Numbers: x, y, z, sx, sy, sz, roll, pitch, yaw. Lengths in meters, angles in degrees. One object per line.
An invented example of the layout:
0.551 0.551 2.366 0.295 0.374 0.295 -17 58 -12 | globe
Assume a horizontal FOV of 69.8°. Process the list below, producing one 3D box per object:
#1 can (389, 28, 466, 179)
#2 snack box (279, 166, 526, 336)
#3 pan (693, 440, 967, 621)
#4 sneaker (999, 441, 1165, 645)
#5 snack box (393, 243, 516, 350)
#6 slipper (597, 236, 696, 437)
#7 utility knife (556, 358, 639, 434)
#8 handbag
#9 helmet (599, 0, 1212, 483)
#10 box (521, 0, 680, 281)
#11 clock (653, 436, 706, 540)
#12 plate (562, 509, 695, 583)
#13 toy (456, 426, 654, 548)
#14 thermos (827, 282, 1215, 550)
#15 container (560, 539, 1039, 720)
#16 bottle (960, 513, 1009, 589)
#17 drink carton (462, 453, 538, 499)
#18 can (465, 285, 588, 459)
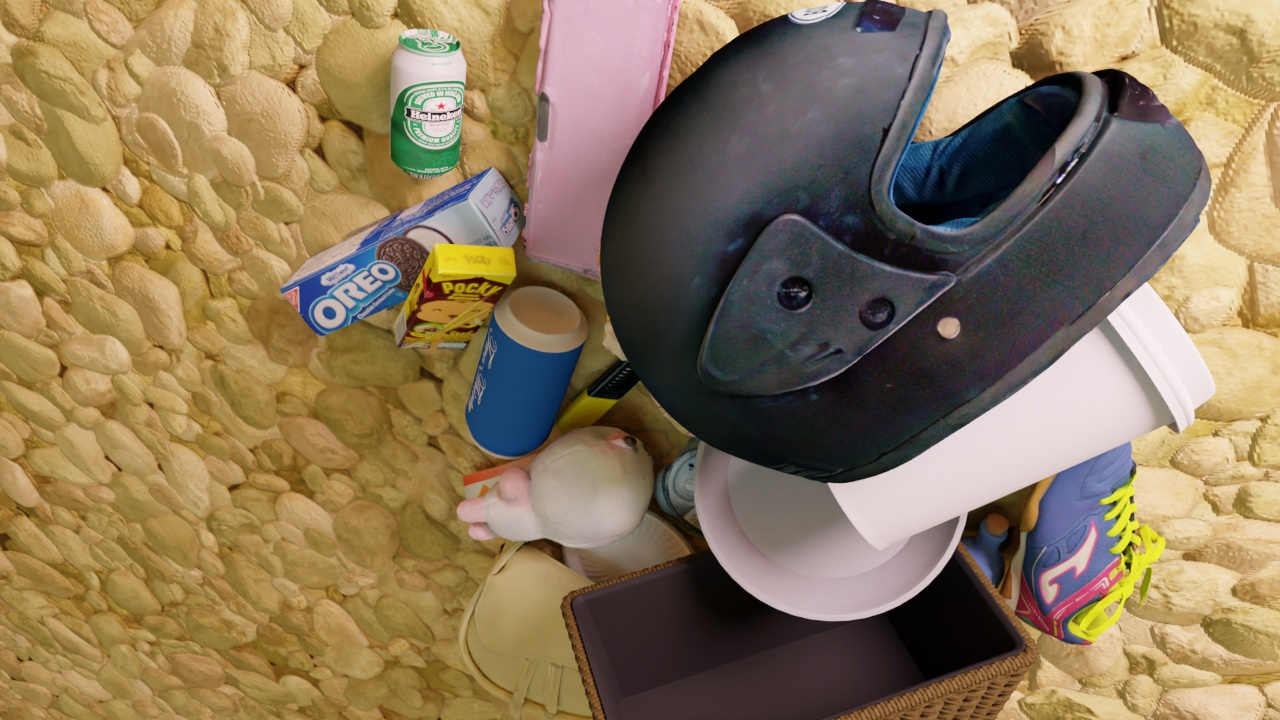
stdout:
-0.158 -0.187 0.677 0.053 0.053 0.101 19 129 6 | can
-0.199 -0.087 0.763 0.227 0.059 0.059 -17 121 29 | snack box
0.208 0.053 0.680 0.357 0.050 0.200 -31 85 8 | pan
0.351 0.126 0.703 0.091 0.116 0.242 30 140 34 | sneaker
-0.150 -0.047 0.728 0.061 0.025 0.149 0 159 -27 | snack box
0.006 -0.023 0.699 0.082 0.093 0.197 -1 133 36 | slipper
-0.005 0.005 0.784 0.028 0.020 0.214 29 130 -25 | utility knife
-0.077 0.276 0.918 0.233 0.088 0.191 21 117 29 | handbag
0.116 -0.086 0.535 0.236 0.248 0.317 45 119 -8 | helmet
-0.032 -0.164 0.660 0.098 0.037 0.233 19 128 7 | box
0.076 0.114 0.809 0.118 0.059 0.162 35 129 -7 | clock
-0.007 0.204 0.915 0.157 0.014 0.157 12 120 22 | plate
-0.072 0.122 0.820 0.179 0.101 0.139 -14 150 3 | toy
0.231 0.034 0.599 0.222 0.131 0.131 -35 109 18 | thermos
0.121 0.274 0.760 0.320 0.176 0.205 -15 132 -10 | container
0.286 0.182 0.791 0.048 0.047 0.131 15 128 9 | bottle
-0.109 0.125 0.903 0.122 0.038 0.069 -20 116 23 | drink carton
-0.100 0.011 0.784 0.079 0.078 0.146 25 129 1 | can
